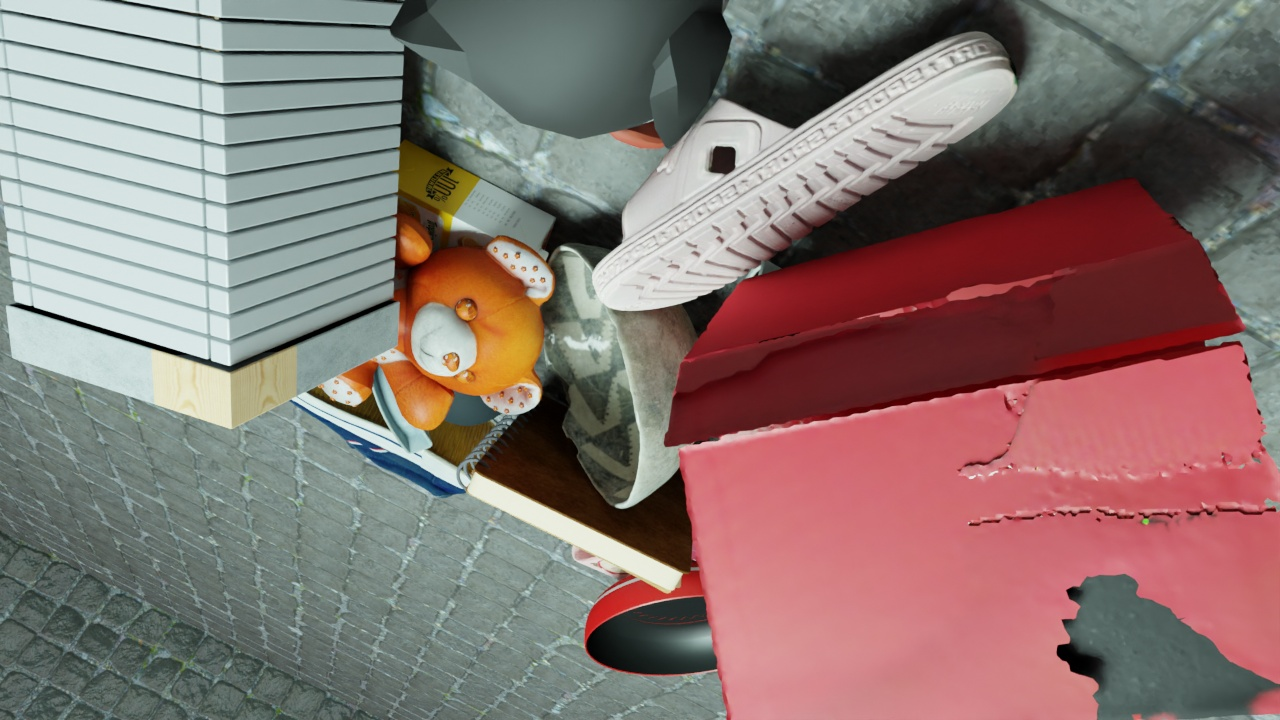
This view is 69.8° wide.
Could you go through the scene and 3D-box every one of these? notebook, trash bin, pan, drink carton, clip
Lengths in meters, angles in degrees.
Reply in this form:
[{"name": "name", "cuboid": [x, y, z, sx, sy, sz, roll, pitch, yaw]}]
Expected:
[{"name": "notebook", "cuboid": [-0.038, 0.089, 0.703, 0.167, 0.225, 0.024, 26, 102, 0]}, {"name": "trash bin", "cuboid": [-0.225, -0.117, 0.484, 0.142, 0.142, 0.247, 15, 112, 15]}, {"name": "pan", "cuboid": [0.101, 0.233, 0.889, 0.357, 0.067, 0.208, -33, 135, 31]}, {"name": "drink carton", "cuboid": [-0.121, -0.093, 0.635, 0.122, 0.040, 0.059, 27, 146, -2]}, {"name": "clip", "cuboid": [-0.204, -0.015, 0.786, 0.030, 0.158, 0.174, -19, 96, 4]}]

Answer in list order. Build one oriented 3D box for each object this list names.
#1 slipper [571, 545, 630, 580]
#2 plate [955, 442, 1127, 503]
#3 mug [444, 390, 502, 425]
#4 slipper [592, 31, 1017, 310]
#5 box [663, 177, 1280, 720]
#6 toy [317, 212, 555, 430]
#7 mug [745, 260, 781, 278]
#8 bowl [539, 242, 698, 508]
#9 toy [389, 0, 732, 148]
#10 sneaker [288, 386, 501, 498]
[{"name": "slipper", "cuboid": [-0.031, 0.174, 0.916, 0.107, 0.055, 0.221, -18, 128, 43]}, {"name": "plate", "cuboid": [0.228, 0.108, 0.654, 0.230, 0.021, 0.230, 10, 122, 16]}, {"name": "mug", "cuboid": [-0.155, -0.013, 0.737, 0.121, 0.085, 0.095, 38, 156, 35]}, {"name": "slipper", "cuboid": [0.064, -0.099, 0.465, 0.240, 0.064, 0.094, -28, 165, 30]}, {"name": "box", "cuboid": [0.123, 0.031, 0.375, 0.211, 0.317, 0.121, -14, 130, 22]}, {"name": "toy", "cuboid": [-0.146, -0.028, 0.614, 0.172, 0.092, 0.164, 13, 120, 11]}, {"name": "mug", "cuboid": [0.095, -0.008, 0.592, 0.089, 0.073, 0.105, 28, 171, -4]}, {"name": "bowl", "cuboid": [-0.003, 0.004, 0.624, 0.081, 0.178, 0.179, -15, 150, -19]}, {"name": "toy", "cuboid": [-0.008, -0.186, 0.360, 0.185, 0.139, 0.159, -43, 71, 42]}, {"name": "sneaker", "cuboid": [-0.268, 0.038, 0.848, 0.294, 0.120, 0.128, 40, 131, -24]}]
